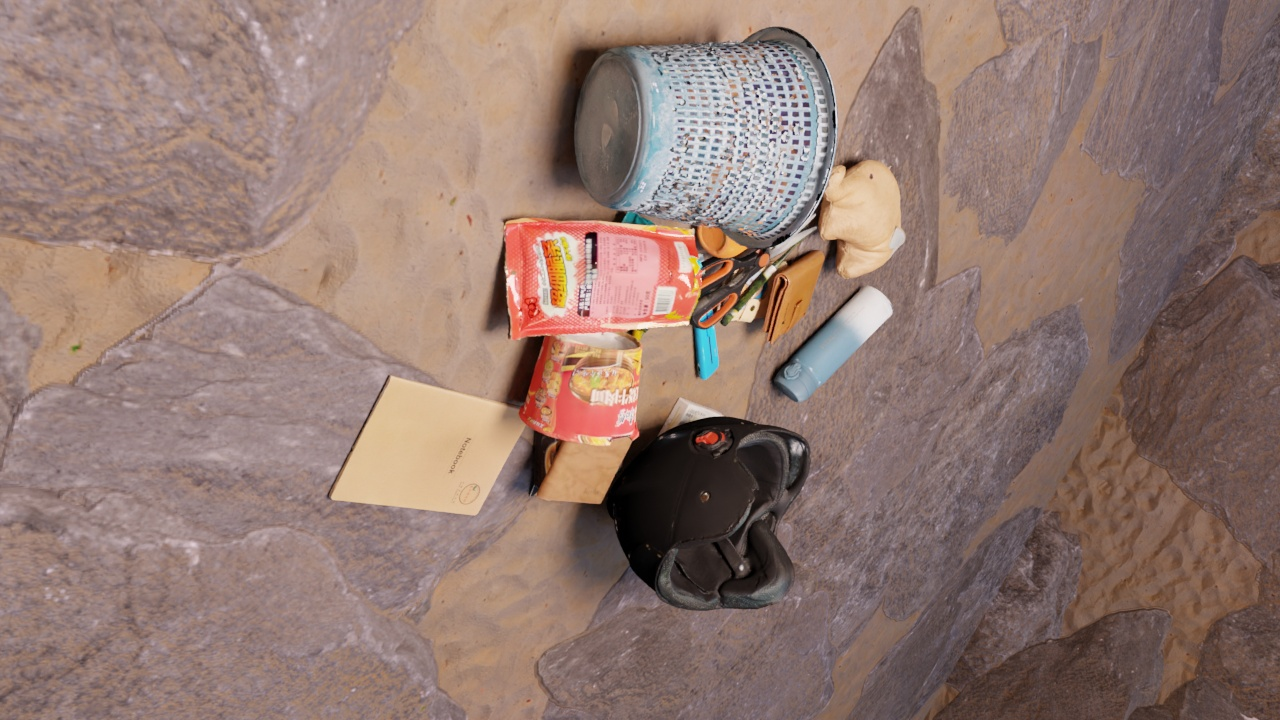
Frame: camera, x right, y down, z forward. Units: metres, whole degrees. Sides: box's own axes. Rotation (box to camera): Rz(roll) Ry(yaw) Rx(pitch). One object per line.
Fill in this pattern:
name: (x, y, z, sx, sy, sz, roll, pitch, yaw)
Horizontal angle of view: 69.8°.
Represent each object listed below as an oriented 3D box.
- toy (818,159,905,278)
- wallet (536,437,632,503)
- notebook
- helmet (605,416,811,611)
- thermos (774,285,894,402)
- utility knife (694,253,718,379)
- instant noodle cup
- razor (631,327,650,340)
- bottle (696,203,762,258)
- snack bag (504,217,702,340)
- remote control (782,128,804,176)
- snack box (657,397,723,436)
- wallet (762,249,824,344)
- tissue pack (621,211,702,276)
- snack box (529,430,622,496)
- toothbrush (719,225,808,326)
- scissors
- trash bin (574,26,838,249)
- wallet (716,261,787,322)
toy: (0.301, -0.214, 1.273, 0.143, 0.082, 0.226, -56, 140, -13)
wallet: (-0.065, 0.126, 1.114, 0.115, 0.020, 0.101, 16, 103, -50)
notebook: (-0.225, 0.100, 1.014, 0.207, 0.008, 0.148, 20, 102, -51)
helmet: (0.091, 0.185, 1.188, 0.274, 0.230, 0.233, -47, 140, -17)
thermos: (0.297, -0.023, 1.420, 0.220, 0.070, 0.070, -43, 140, -15)
utility knife: (0.083, -0.058, 1.210, 0.034, 0.018, 0.203, -33, 135, -25)
instant noodle cup: (-0.063, 0.021, 1.035, 0.137, 0.138, 0.109, -3, 110, -45)
razor: (-0.007, 0.007, 1.155, 0.043, 0.028, 0.133, -51, 154, -62)
bottle: (0.136, -0.175, 1.148, 0.149, 0.067, 0.067, -27, 134, -41)
snack bag: (-0.041, -0.088, 0.973, 0.207, 0.073, 0.129, -2, 105, -17)
remote control: (0.211, -0.269, 1.182, 0.049, 0.024, 0.125, -5, 120, -45)
snack box: (0.051, 0.133, 1.304, 0.084, 0.027, 0.157, 21, 101, -45)
wallet: (0.213, -0.090, 1.285, 0.131, 0.031, 0.108, -32, 141, -52)
tissue pack: (0.004, -0.107, 1.065, 0.093, 0.050, 0.133, -56, 141, 3)
snack box: (-0.078, 0.113, 1.149, 0.113, 0.053, 0.126, -18, 124, -37)
toothbrush: (0.167, -0.116, 1.227, 0.185, 0.012, 0.017, -48, 137, -13)
scissors: (0.145, -0.117, 1.200, 0.233, 0.022, 0.161, -14, 129, -36)
trash bin: (0.049, -0.227, 0.917, 0.194, 0.226, 0.227, -3, 120, -30)
wallet: (0.150, -0.093, 1.252, 0.115, 0.024, 0.087, -8, 117, -44)
